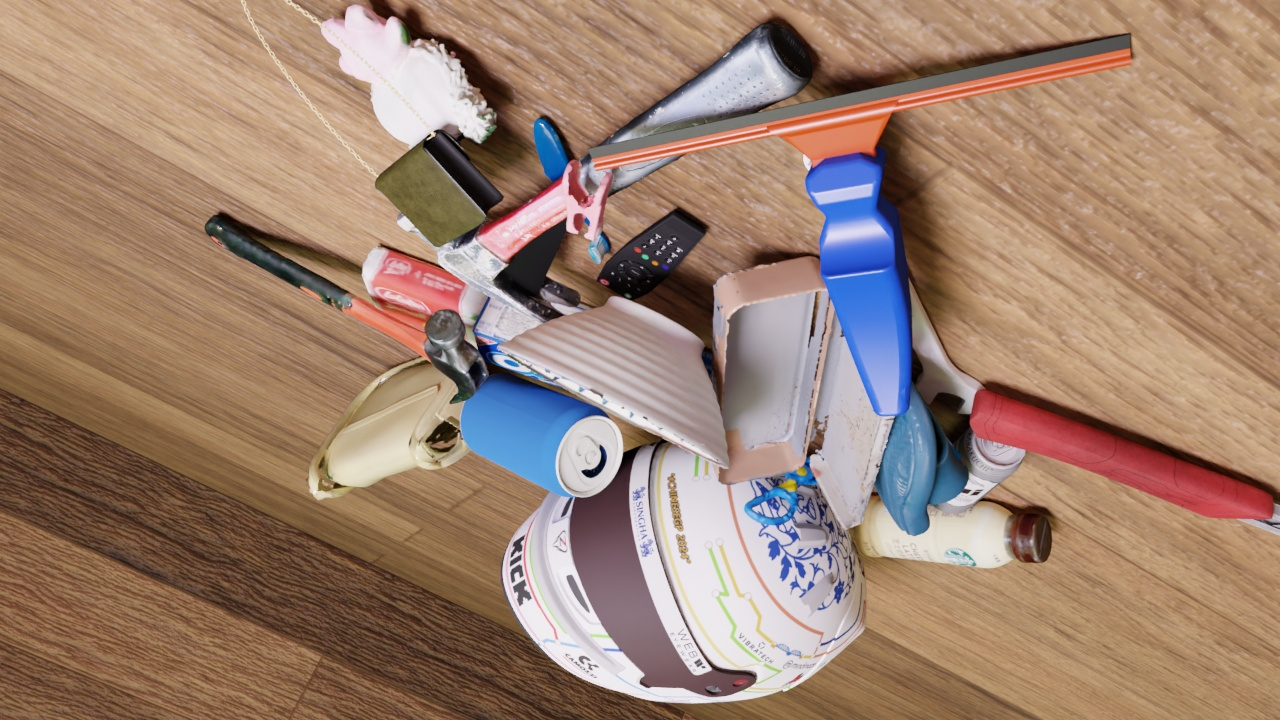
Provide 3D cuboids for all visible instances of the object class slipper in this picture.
[{"bbox_3d":[0.197,0.064,0.674,0.059,0.103,0.214,-24,150,2],"label":"slipper"}]

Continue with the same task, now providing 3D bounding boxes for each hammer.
[{"bbox_3d":[0.373,0.086,0.613,0.316,0.036,0.126,21,152,2],"label":"hammer"},{"bbox_3d":[-0.270,-0.058,0.813,0.333,0.033,0.133,27,157,22],"label":"hammer"},{"bbox_3d":[-0.023,-0.103,0.558,0.140,0.036,0.327,37,147,-25],"label":"hammer"}]

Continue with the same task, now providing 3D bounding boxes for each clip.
[{"bbox_3d":[-0.026,-0.090,0.529,0.037,0.022,0.058,18,154,3],"label":"clip"}]

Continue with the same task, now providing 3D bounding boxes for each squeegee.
[{"bbox_3d":[0.117,-0.051,0.479,0.250,0.055,0.185,-6,119,24],"label":"squeegee"}]

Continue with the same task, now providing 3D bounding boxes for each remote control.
[{"bbox_3d":[0.007,-0.073,0.643,0.039,0.010,0.125,30,154,-14],"label":"remote control"}]

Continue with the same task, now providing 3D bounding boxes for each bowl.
[{"bbox_3d":[-0.004,0.004,0.629,0.177,0.071,0.177,27,175,2],"label":"bowl"}]

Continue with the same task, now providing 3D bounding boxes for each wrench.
[{"bbox_3d":[0.164,-0.041,0.575,0.047,0.009,0.273,2,147,38],"label":"wrench"}]

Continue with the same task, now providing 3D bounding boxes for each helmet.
[{"bbox_3d":[0.064,0.181,0.825,0.237,0.230,0.314,-34,138,31],"label":"helmet"}]

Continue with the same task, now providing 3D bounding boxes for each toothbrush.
[{"bbox_3d":[-0.045,-0.109,0.610,0.021,0.016,0.132,7,151,22],"label":"toothbrush"}]

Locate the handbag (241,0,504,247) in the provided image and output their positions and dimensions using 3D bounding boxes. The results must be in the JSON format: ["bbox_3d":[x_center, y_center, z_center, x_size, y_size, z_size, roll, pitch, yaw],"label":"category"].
[{"bbox_3d":[-0.162,-0.147,0.543,0.178,0.027,0.084,47,147,-22],"label":"handbag"}]

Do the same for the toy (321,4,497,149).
[{"bbox_3d":[-0.139,-0.168,0.549,0.096,0.041,0.109,-11,132,49],"label":"toy"}]

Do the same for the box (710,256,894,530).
[{"bbox_3d":[0.105,0.036,0.632,0.105,0.096,0.217,-7,142,-2],"label":"box"}]

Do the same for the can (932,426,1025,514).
[{"bbox_3d":[0.252,0.082,0.699,0.044,0.043,0.107,20,154,7],"label":"can"}]

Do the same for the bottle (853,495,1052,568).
[{"bbox_3d":[0.269,0.150,0.800,0.162,0.056,0.056,-4,143,44],"label":"bottle"}]

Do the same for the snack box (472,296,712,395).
[{"bbox_3d":[-0.024,0.002,0.761,0.226,0.059,0.059,20,158,7],"label":"snack box"}]

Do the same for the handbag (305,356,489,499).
[{"bbox_3d":[-0.228,0.068,0.936,0.233,0.190,0.088,-20,115,39],"label":"handbag"}]

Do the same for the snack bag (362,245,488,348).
[{"bbox_3d":[-0.183,-0.053,0.810,0.116,0.036,0.077,20,155,6],"label":"snack bag"}]

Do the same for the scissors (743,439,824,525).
[{"bbox_3d":[0.125,0.086,0.752,0.105,0.131,0.019,53,146,25],"label":"scissors"}]

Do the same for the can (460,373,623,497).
[{"bbox_3d":[-0.088,0.063,0.793,0.146,0.078,0.079,17,158,46],"label":"can"}]
